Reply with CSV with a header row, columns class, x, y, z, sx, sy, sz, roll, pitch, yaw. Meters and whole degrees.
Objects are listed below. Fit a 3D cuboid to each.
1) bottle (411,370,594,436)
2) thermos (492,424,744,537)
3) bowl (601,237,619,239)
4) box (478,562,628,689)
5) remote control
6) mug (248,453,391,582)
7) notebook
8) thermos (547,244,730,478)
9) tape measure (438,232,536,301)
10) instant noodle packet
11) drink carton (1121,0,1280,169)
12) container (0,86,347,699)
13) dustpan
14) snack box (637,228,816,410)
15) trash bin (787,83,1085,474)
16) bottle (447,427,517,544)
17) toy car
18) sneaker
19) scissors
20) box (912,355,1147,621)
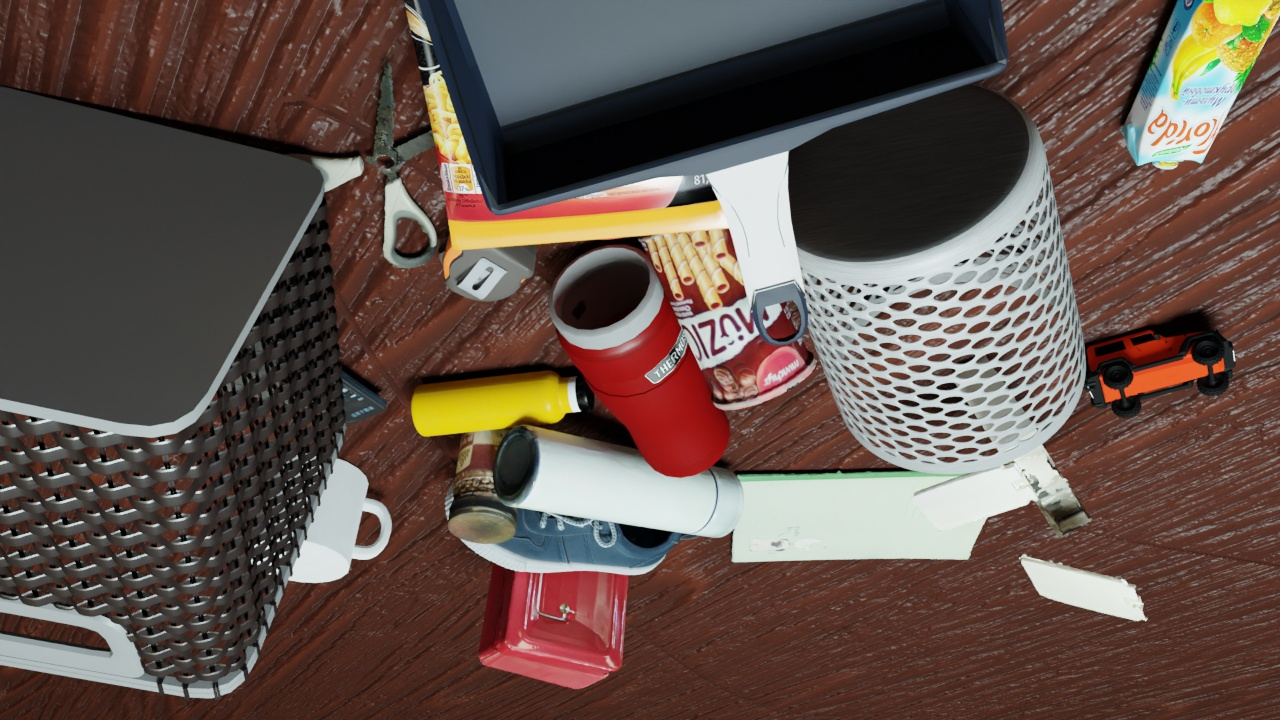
class,x,y,z,sx,sy,sz,roll,pitch,yaw
bottle,-0.110,0.033,0.743,0.144,0.043,0.043,-6,142,10
thermos,-0.012,0.106,0.782,0.229,0.067,0.068,16,142,-38
bowl,-0.024,-0.115,0.543,0.130,0.045,0.131,1,143,1
box,-0.083,0.230,0.908,0.128,0.157,0.088,25,143,-25
remote control,-0.269,0.001,0.726,0.047,0.022,0.150,-21,136,27
mug,-0.297,0.152,0.866,0.121,0.090,0.091,14,141,-15
notebook,0.220,0.158,0.921,0.252,0.010,0.182,-1,142,4
thermos,-0.004,0.004,0.679,0.108,0.083,0.199,21,156,33
tape measure,-0.106,-0.066,0.617,0.058,0.038,0.059,32,133,-33
instant noodle packet,-0.037,-0.159,0.455,0.160,0.032,0.221,-4,124,3
drink carton,0.295,-0.159,0.480,0.044,0.038,0.129,-2,142,4
container,-0.327,0.018,0.551,0.247,0.245,0.244,13,134,-7
dustpan,0.034,-0.135,0.403,0.236,0.080,0.273,-15,126,6
snack box,0.054,-0.038,0.577,0.072,0.072,0.121,-19,105,25
trash bin,0.169,-0.047,0.540,0.157,0.156,0.183,-14,137,20
bottle,-0.128,0.095,0.773,0.056,0.105,0.056,1,142,1
toy car,0.381,0.004,0.681,0.100,0.048,0.051,-19,137,24
sneaker,-0.061,0.146,0.856,0.235,0.089,0.088,13,144,-23
scissors,-0.169,-0.115,0.576,0.157,0.012,0.171,-2,143,4
box,0.279,0.116,0.701,0.105,0.187,0.143,-34,126,17
